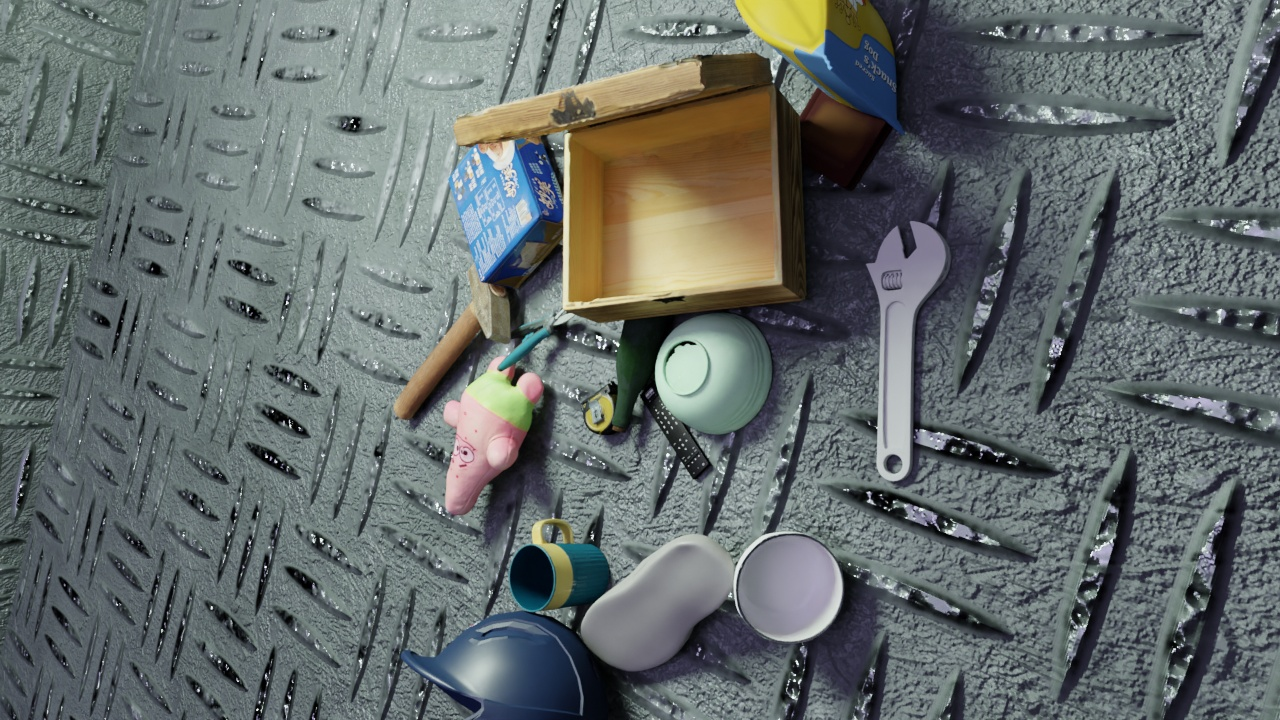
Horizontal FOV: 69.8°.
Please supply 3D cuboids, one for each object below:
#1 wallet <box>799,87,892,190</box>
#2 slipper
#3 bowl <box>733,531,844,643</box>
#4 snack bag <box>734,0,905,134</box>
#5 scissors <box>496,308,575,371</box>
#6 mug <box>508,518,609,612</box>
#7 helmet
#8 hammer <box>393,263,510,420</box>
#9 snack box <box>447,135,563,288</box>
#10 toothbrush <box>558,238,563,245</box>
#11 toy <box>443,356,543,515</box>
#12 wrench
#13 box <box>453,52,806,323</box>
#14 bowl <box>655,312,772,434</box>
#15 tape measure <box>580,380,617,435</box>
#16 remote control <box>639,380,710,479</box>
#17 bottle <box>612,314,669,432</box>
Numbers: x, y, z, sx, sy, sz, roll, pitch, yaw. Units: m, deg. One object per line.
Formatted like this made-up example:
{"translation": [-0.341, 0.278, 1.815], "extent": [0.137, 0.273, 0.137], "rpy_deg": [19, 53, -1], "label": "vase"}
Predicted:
{"translation": [0.222, -0.259, 1.053], "extent": [0.115, 0.018, 0.092], "rpy_deg": [44, 111, 37], "label": "wallet"}
{"translation": [0.029, 0.274, 1.088], "extent": [0.113, 0.080, 0.267], "rpy_deg": [37, 128, 1], "label": "slipper"}
{"translation": [0.152, 0.236, 0.975], "extent": [0.116, 0.066, 0.116], "rpy_deg": [0, 88, -3], "label": "bowl"}
{"translation": [0.202, -0.340, 0.979], "extent": [0.102, 0.158, 0.205], "rpy_deg": [-39, 53, 27], "label": "snack bag"}
{"translation": [-0.152, -0.041, 1.312], "extent": [0.154, 0.019, 0.124], "rpy_deg": [-44, 26, -5], "label": "scissors"}
{"translation": [-0.104, 0.261, 1.181], "extent": [0.083, 0.107, 0.113], "rpy_deg": [-21, 70, 37], "label": "mug"}
{"translation": [-0.169, 0.414, 1.129], "extent": [0.272, 0.233, 0.222], "rpy_deg": [19, 64, 13], "label": "helmet"}
{"translation": [-0.298, -0.006, 1.415], "extent": [0.302, 0.037, 0.157], "rpy_deg": [-46, 43, 30], "label": "hammer"}
{"translation": [-0.194, -0.234, 1.346], "extent": [0.155, 0.069, 0.202], "rpy_deg": [-42, 58, 35], "label": "snack box"}
{"translation": [-0.091, -0.255, 1.310], "extent": [0.012, 0.017, 0.187], "rpy_deg": [13, 92, 41], "label": "toothbrush"}
{"translation": [-0.225, 0.112, 1.308], "extent": [0.192, 0.096, 0.237], "rpy_deg": [28, 95, 48], "label": "toy"}
{"translation": [0.281, -0.010, 0.965], "extent": [0.087, 0.018, 0.273], "rpy_deg": [-2, 83, 38], "label": "wrench"}
{"translation": [-0.001, -0.220, 0.992], "extent": [0.280, 0.323, 0.283], "rpy_deg": [-6, 77, 28], "label": "box"}
{"translation": [0.074, 0.012, 1.093], "extent": [0.151, 0.077, 0.150], "rpy_deg": [-7, 79, 38], "label": "bowl"}
{"translation": [-0.048, 0.068, 1.212], "extent": [0.062, 0.034, 0.061], "rpy_deg": [-38, 63, 30], "label": "tape measure"}
{"translation": [0.042, 0.086, 1.150], "extent": [0.030, 0.009, 0.140], "rpy_deg": [-48, 56, 23], "label": "remote control"}
{"translation": [-0.007, 0.007, 1.172], "extent": [0.055, 0.055, 0.174], "rpy_deg": [15, 92, 40], "label": "bottle"}
